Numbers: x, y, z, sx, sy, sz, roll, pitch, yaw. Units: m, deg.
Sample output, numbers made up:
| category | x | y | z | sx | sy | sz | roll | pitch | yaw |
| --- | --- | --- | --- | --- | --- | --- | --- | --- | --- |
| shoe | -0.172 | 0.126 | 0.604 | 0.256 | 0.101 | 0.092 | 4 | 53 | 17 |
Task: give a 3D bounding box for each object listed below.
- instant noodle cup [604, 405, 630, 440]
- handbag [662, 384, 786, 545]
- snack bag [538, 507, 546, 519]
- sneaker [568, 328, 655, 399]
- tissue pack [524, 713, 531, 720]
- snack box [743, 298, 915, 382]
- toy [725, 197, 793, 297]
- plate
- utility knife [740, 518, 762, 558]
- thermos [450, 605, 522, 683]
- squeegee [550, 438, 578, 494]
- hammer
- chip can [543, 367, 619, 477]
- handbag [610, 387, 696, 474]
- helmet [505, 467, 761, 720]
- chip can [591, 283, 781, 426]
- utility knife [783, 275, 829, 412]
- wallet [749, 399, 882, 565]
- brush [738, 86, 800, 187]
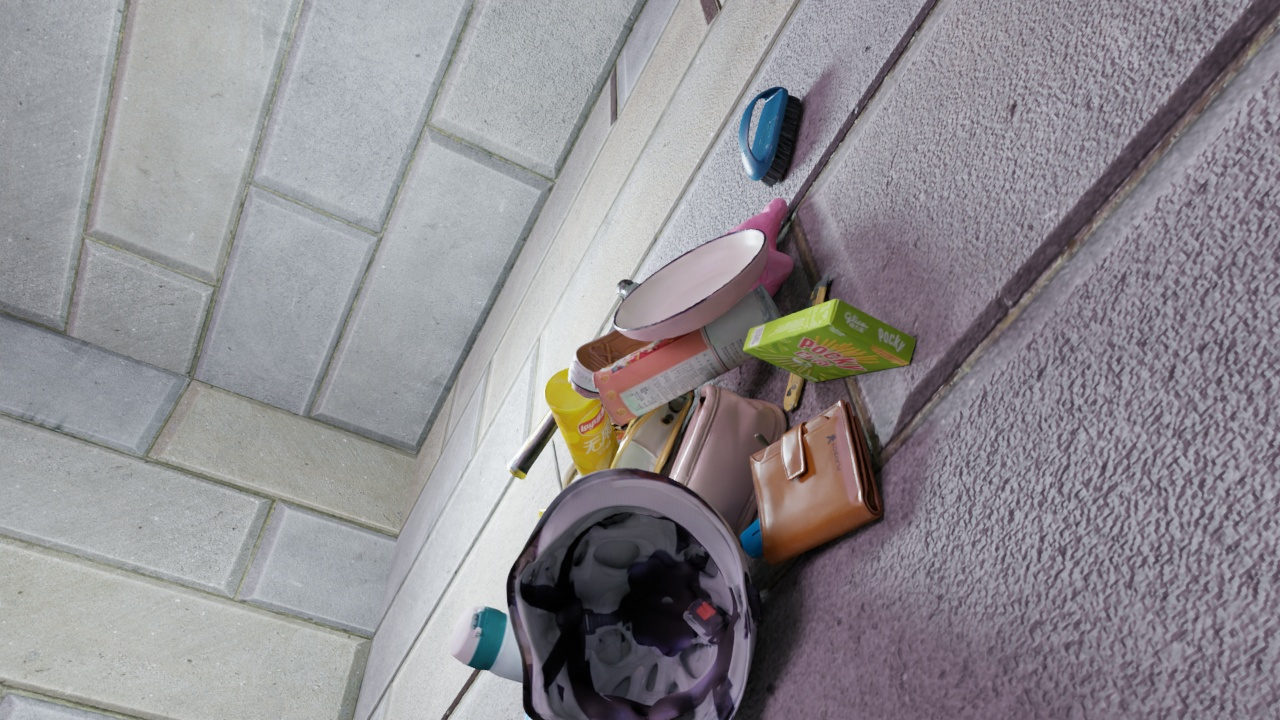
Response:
| category | x | y | z | sx | sy | sz | roll | pitch | yaw |
| --- | --- | --- | --- | --- | --- | --- | --- | --- | --- |
| instant noodle cup | -0.048 | 0.059 | 1.346 | 0.112 | 0.099 | 0.111 | -45 | 24 | 25 |
| handbag | 0.064 | 0.116 | 1.020 | 0.234 | 0.093 | 0.193 | -141 | 73 | -81 |
| snack bag | -0.060 | 0.257 | 1.145 | 0.247 | 0.068 | 0.158 | 160 | 104 | -66 |
| sneaker | -0.007 | 0.007 | 1.169 | 0.240 | 0.118 | 0.088 | -24 | -35 | -47 |
| tissue pack | -0.112 | 0.465 | 1.144 | 0.095 | 0.052 | 0.157 | -60 | 19 | 24 |
| snack box | 0.167 | -0.014 | 0.836 | 0.157 | 0.085 | 0.026 | -19 | 49 | 67 |
| toy | 0.113 | -0.097 | 1.104 | 0.179 | 0.074 | 0.194 | -38 | 30 | 33 |
| plate | 0.060 | -0.076 | 1.006 | 0.193 | 0.039 | 0.192 | -29 | 20 | 11 |
| utility knife | 0.143 | 0.131 | 0.844 | 0.166 | 0.018 | 0.034 | -52 | 22 | 38 |
| thermos | -0.087 | 0.315 | 0.963 | 0.073 | 0.224 | 0.073 | -57 | 20 | 33 |
| squeegee | -0.093 | 0.163 | 1.378 | 0.245 | 0.039 | 0.247 | -66 | -28 | -59 |
| hammer | -0.086 | 0.029 | 1.294 | 0.323 | 0.032 | 0.126 | -55 | 22 | 1 |
| chip can | -0.070 | 0.101 | 1.240 | 0.214 | 0.072 | 0.071 | 74 | -162 | -49 |
| handbag | 0.020 | 0.089 | 1.128 | 0.178 | 0.063 | 0.164 | -58 | -7 | -36 |
| helmet | 0.006 | 0.223 | 0.851 | 0.145 | 0.229 | 0.258 | 3 | -96 | -73 |
| chip can | 0.054 | -0.003 | 1.011 | 0.215 | 0.071 | 0.071 | -28 | 30 | 13 |
| utility knife | 0.172 | -0.018 | 0.950 | 0.031 | 0.018 | 0.151 | 144 | 140 | -70 |
| wallet | 0.148 | 0.103 | 0.800 | 0.131 | 0.035 | 0.119 | -42 | 49 | 46 |
| brush | 0.165 | -0.302 | 1.209 | 0.055 | 0.073 | 0.143 | -24 | 46 | 60 |
